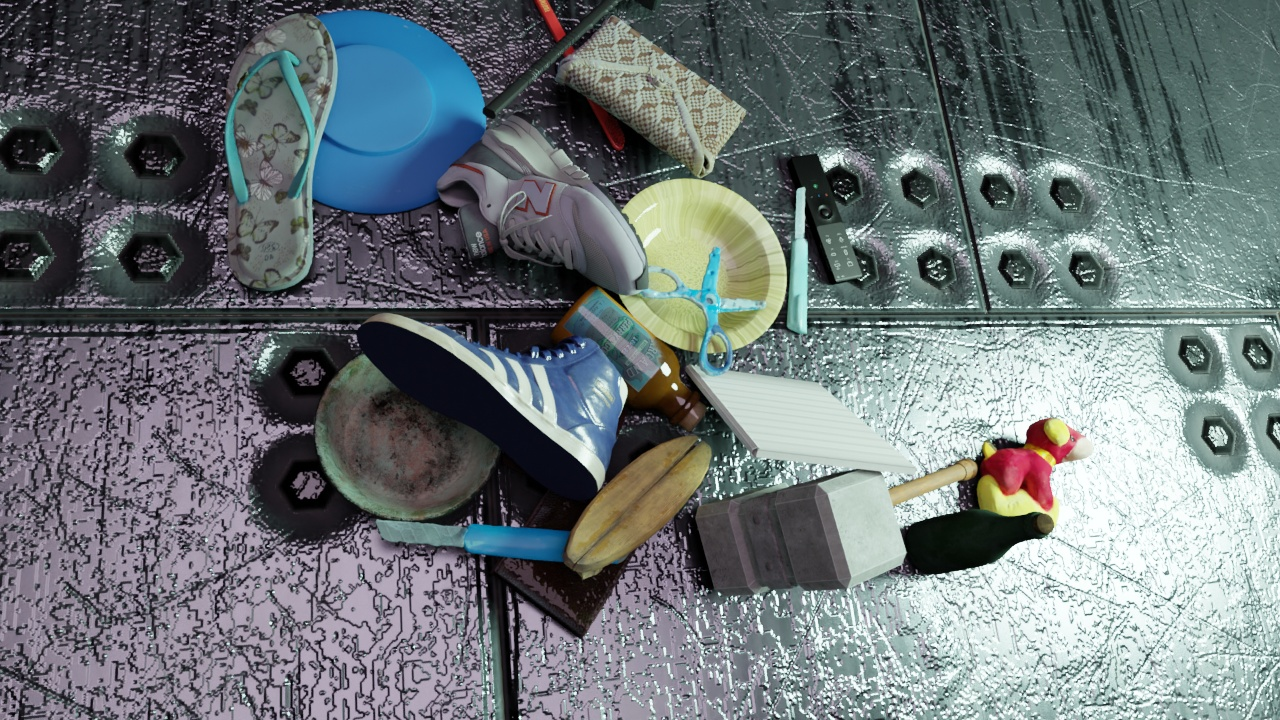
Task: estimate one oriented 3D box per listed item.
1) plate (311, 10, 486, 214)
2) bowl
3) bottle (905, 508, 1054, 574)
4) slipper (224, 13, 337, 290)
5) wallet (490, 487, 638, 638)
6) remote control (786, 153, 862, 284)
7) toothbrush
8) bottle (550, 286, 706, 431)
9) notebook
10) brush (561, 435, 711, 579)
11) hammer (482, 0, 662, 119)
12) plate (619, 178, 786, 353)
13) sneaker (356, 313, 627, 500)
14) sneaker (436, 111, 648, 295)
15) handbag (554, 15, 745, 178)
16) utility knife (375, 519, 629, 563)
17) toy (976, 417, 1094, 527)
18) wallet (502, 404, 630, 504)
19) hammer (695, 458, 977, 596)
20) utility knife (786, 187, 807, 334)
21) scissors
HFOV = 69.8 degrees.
[{"bbox_3d":[-0.260,-0.248,0.884,0.224,0.024,0.224,5,71,-15],"label":"plate"},{"bbox_3d":[-0.199,0.063,0.793,0.157,0.039,0.157,5,71,-15],"label":"bowl"},{"bbox_3d":[0.313,0.161,0.841,0.055,0.174,0.055,5,71,-15],"label":"bottle"},{"bbox_3d":[-0.334,-0.196,0.817,0.098,0.055,0.268,1,78,4],"label":"slipper"},{"bbox_3d":[-0.059,0.166,0.809,0.099,0.031,0.119,37,64,-4],"label":"wallet"},{"bbox_3d":[0.200,-0.155,0.998,0.034,0.013,0.150,-12,77,-20],"label":"remote control"},{"bbox_3d":[-0.068,-0.315,0.967,0.012,0.018,0.212,-24,81,-22],"label":"toothbrush"},{"bbox_3d":[-0.005,0.005,0.855,0.157,0.068,0.067,41,66,-1],"label":"bottle"},{"bbox_3d":[0.134,0.049,0.823,0.142,0.209,0.009,8,106,-14],"label":"notebook"},{"bbox_3d":[-0.001,0.126,0.804,0.059,0.043,0.194,41,46,14],"label":"brush"},{"bbox_3d":[-0.077,-0.318,0.903,0.095,0.015,0.323,26,47,5],"label":"hammer"},{"bbox_3d":[0.054,-0.090,0.920,0.184,0.036,0.184,5,72,-15],"label":"plate"},{"bbox_3d":[-0.106,0.003,0.773,0.233,0.092,0.118,37,49,-11],"label":"sneaker"},{"bbox_3d":[-0.102,-0.125,0.845,0.124,0.089,0.239,-30,60,-16],"label":"sneaker"},{"bbox_3d":[0.016,-0.277,0.950,0.186,0.047,0.123,34,46,-3],"label":"handbag"},{"bbox_3d":[-0.110,0.151,0.773,0.221,0.015,0.031,10,63,-19],"label":"utility knife"},{"bbox_3d":[0.399,0.116,0.949,0.105,0.067,0.137,37,79,0],"label":"toy"},{"bbox_3d":[-0.066,0.063,0.834,0.091,0.018,0.115,27,49,-6],"label":"wallet"},{"bbox_3d":[0.223,0.132,0.858,0.316,0.163,0.083,-10,82,-38],"label":"hammer"},{"bbox_3d":[0.168,-0.109,0.968,0.022,0.015,0.166,8,75,-13],"label":"utility knife"},{"bbox_3d":[0.059,-0.048,0.883,0.134,0.011,0.139,3,72,-17],"label":"scissors"}]
